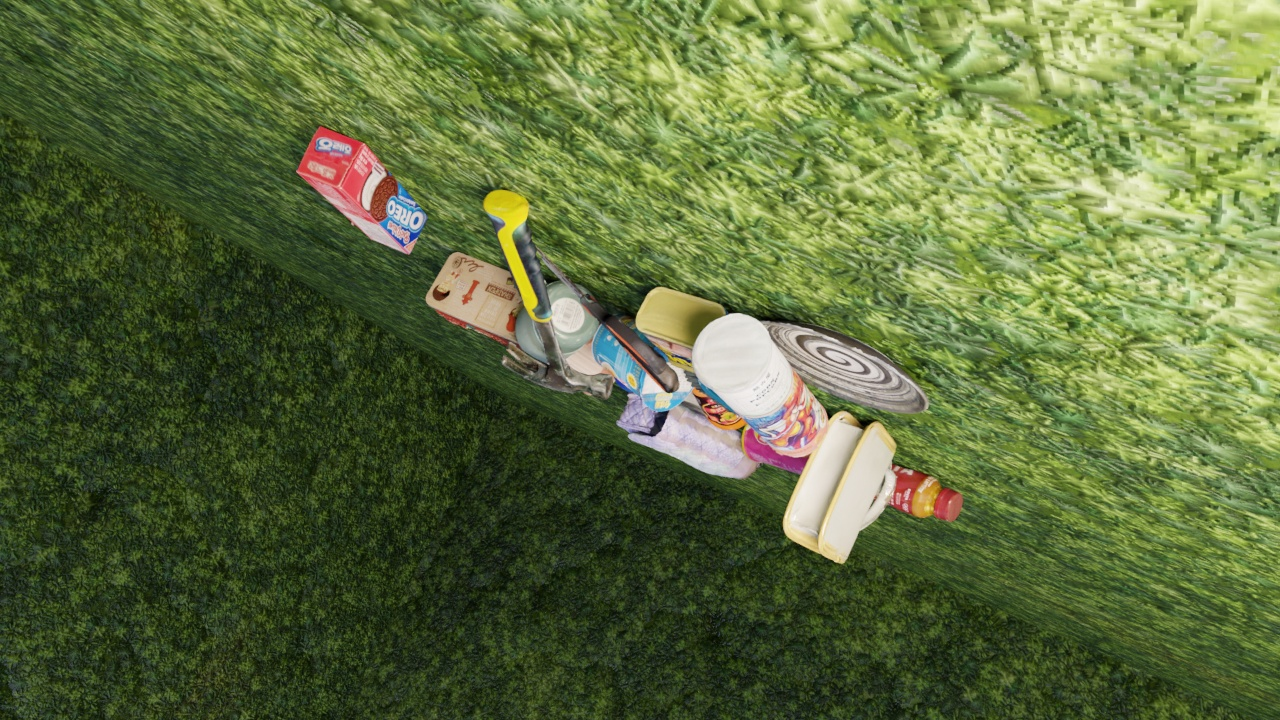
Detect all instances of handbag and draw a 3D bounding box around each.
[{"bbox_3d":[0.069,0.111,1.339,0.193,0.075,0.134,25,171,-32],"label":"handbag"},{"bbox_3d":[0.248,0.158,1.093,0.063,0.163,0.178,21,171,39],"label":"handbag"}]

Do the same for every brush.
[{"bbox_3d":[0.114,0.030,1.075,0.074,0.055,0.143,18,168,45],"label":"brush"}]

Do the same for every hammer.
[{"bbox_3d":[-0.111,-0.058,0.963,0.126,0.031,0.324,10,149,14],"label":"hammer"}]

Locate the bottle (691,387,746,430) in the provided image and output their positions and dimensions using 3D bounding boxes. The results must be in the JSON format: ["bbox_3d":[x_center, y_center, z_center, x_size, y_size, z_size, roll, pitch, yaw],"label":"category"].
[{"bbox_3d":[0.092,0.033,1.156,0.067,0.066,0.149,19,162,37],"label":"bottle"}]

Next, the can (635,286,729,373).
[{"bbox_3d":[0.055,-0.026,0.918,0.102,0.057,0.083,20,167,36],"label":"can"}]

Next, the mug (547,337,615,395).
[{"bbox_3d":[-0.079,-0.011,1.335,0.115,0.081,0.106,-15,145,34],"label":"mug"}]

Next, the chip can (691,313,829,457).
[{"bbox_3d":[0.118,0.030,0.862,0.071,0.071,0.214,21,169,30],"label":"chip can"}]

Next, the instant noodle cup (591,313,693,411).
[{"bbox_3d":[0.002,-0.006,1.087,0.110,0.099,0.099,29,176,43],"label":"instant noodle cup"}]

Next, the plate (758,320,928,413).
[{"bbox_3d":[0.178,0.000,0.833,0.179,0.024,0.179,25,169,5],"label":"plate"}]

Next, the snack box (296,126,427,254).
[{"bbox_3d":[-0.301,-0.181,1.013,0.058,0.057,0.207,22,170,10],"label":"snack box"}]

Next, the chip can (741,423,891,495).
[{"bbox_3d":[0.233,0.124,1.235,0.071,0.071,0.211,32,168,-36],"label":"chip can"}]

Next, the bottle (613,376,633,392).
[{"bbox_3d":[-0.007,0.007,1.256,0.065,0.065,0.219,25,172,6],"label":"bottle"}]

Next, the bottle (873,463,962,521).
[{"bbox_3d":[0.341,0.168,1.228,0.175,0.057,0.057,17,168,42],"label":"bottle"}]

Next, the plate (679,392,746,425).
[{"bbox_3d":[0.059,0.052,1.416,0.266,0.034,0.162,19,169,39],"label":"plate"}]

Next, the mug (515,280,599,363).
[{"bbox_3d":[-0.107,-0.058,1.105,0.112,0.082,0.106,55,157,-3],"label":"mug"}]

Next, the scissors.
[{"bbox_3d":[-0.038,-0.051,0.952,0.227,0.021,0.198,47,176,-8],"label":"scissors"}]

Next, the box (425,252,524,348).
[{"bbox_3d":[-0.193,-0.071,1.230,0.168,0.091,0.077,22,167,23],"label":"box"}]

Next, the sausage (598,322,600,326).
[{"bbox_3d":[-0.089,-0.055,1.265,0.020,0.020,0.156,32,170,-33],"label":"sausage"}]
